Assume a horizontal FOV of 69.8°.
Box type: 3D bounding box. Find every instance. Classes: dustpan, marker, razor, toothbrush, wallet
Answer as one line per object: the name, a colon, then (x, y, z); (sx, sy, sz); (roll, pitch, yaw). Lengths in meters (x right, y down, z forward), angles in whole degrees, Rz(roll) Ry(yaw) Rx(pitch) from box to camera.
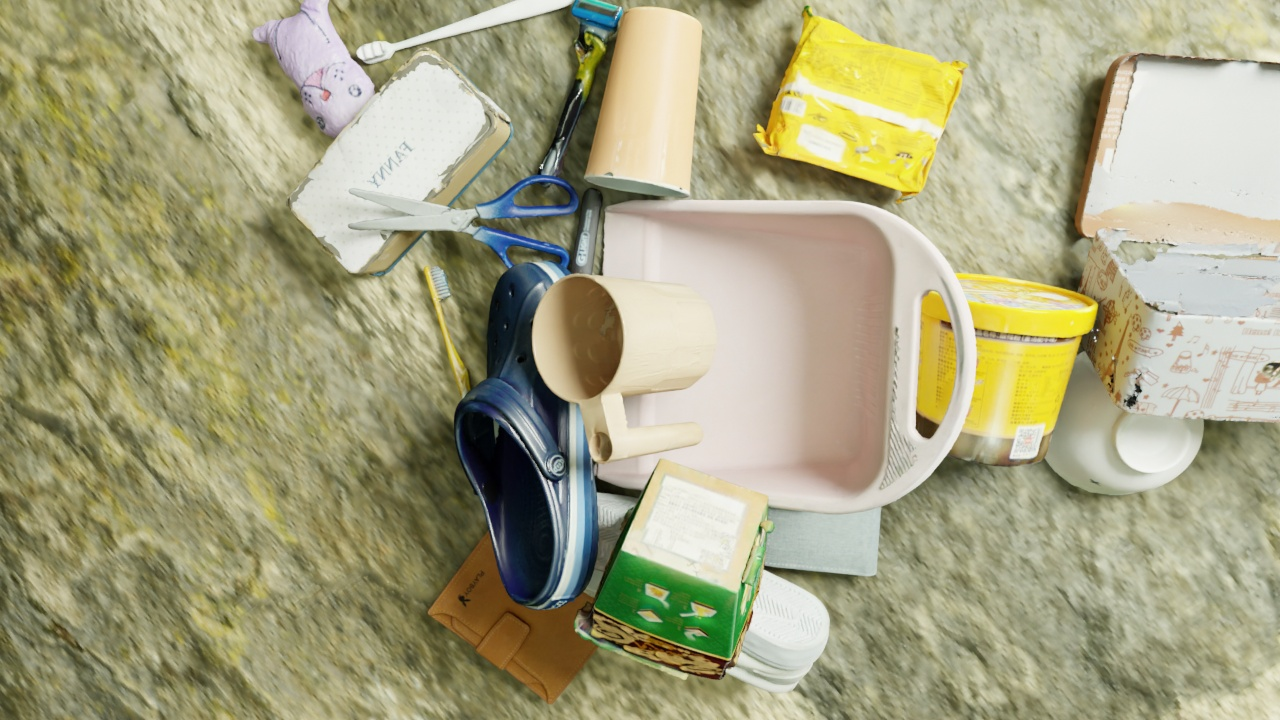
dustpan: (0.077, -0.008, 0.629); (0.274, 0.138, 0.222); (0, 94, 12)
marker: (-0.046, -0.072, 0.716); (0.018, 0.015, 0.124); (9, 98, 0)
razor: (-0.049, -0.199, 0.694); (0.043, 0.022, 0.143); (27, 105, 29)
toothbrush: (-0.140, 0.015, 0.739); (0.018, 0.016, 0.191); (-17, 96, 0)
wallet: (0.135, 0.100, 0.711); (0.106, 0.037, 0.130); (4, 98, 5)
toothbrush: (-0.131, -0.256, 0.696); (0.180, 0.016, 0.016); (-13, 98, 8)
wallet: (-0.094, 0.205, 0.756); (0.132, 0.031, 0.108); (38, 99, 1)

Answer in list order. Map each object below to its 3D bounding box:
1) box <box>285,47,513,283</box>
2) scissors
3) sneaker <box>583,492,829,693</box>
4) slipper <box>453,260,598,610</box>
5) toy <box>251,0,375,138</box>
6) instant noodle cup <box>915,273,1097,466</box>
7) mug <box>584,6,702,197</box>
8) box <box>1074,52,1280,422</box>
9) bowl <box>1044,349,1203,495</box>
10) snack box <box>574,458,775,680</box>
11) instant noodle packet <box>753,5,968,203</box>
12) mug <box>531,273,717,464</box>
box: (-0.187, -0.143, 0.700); (0.184, 0.059, 0.090); (-42, 91, 12)
scissors: (-0.128, -0.096, 0.687); (0.171, 0.012, 0.141); (-24, 122, -3)
sneaker: (0.022, 0.185, 0.718); (0.242, 0.089, 0.091); (23, 130, 13)
slipper: (-0.091, 0.051, 0.661); (0.105, 0.095, 0.252); (-18, 72, 44)
toy: (-0.240, -0.223, 0.700); (0.084, 0.038, 0.108); (-26, 95, 24)
instant noodle cup: (0.248, 0.005, 0.648); (0.118, 0.118, 0.114); (5, 106, 5)
mug: (0.007, -0.186, 0.666); (0.078, 0.078, 0.123); (10, 94, 4)
box: (0.399, -0.077, 0.593); (0.180, 0.156, 0.227); (6, 108, 5)
bowl: (0.358, 0.049, 0.665); (0.118, 0.064, 0.118); (1, 98, 6)
snack box: (0.029, 0.134, 0.625); (0.117, 0.118, 0.106); (18, 138, 9)
instant noodle packet: (0.156, -0.183, 0.663); (0.128, 0.044, 0.111); (20, 94, -1)
mug: (-0.004, 0.004, 0.624); (0.084, 0.103, 0.124); (-22, 78, 39)
